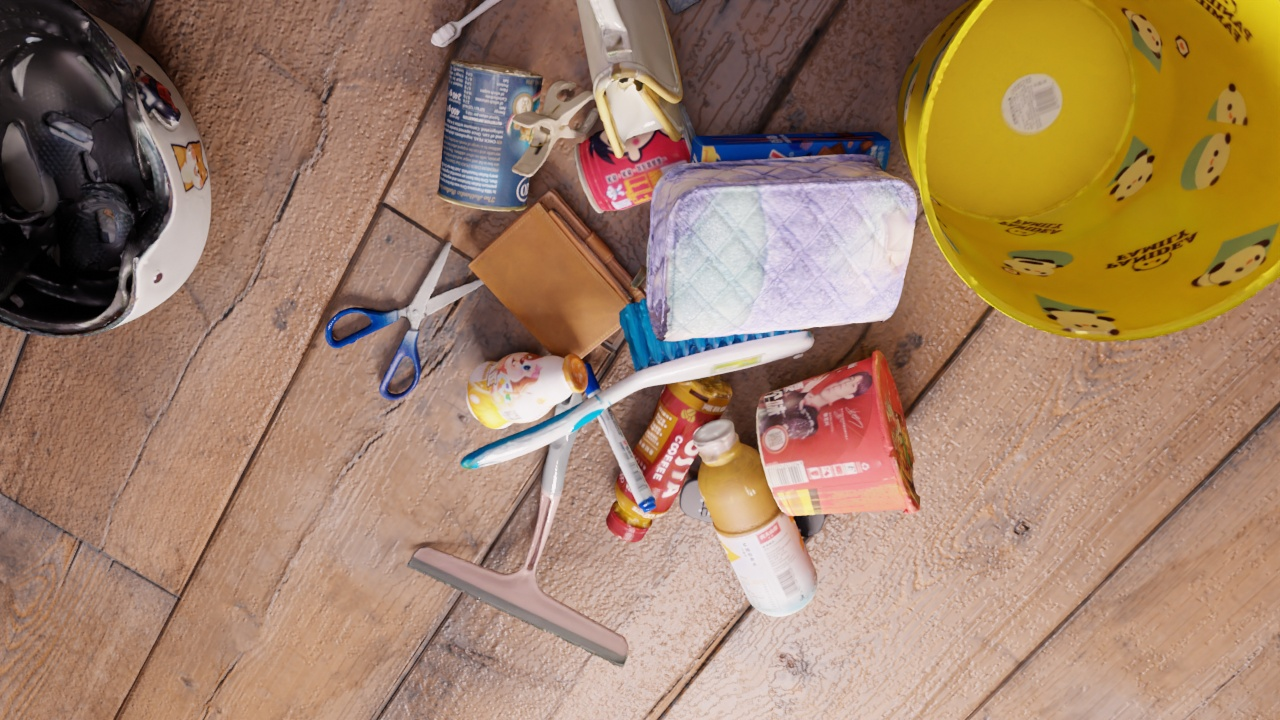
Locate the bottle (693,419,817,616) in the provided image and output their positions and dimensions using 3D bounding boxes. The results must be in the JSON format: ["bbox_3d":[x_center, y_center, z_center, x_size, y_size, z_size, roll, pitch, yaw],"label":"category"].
[{"bbox_3d":[0.098,0.139,0.811,0.068,0.067,0.189,-20,112,14],"label":"bottle"}]

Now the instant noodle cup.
[{"bbox_3d":[0.165,0.068,0.777,0.109,0.137,0.138,-14,107,21],"label":"instant noodle cup"}]

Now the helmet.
[{"bbox_3d":[-0.458,-0.161,0.764,0.230,0.156,0.274,-9,97,12],"label":"helmet"}]

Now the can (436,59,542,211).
[{"bbox_3d":[-0.124,-0.186,0.752,0.075,0.075,0.111,11,110,3],"label":"can"}]

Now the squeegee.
[{"bbox_3d":[-0.089,0.131,0.879,0.248,0.040,0.250,20,106,19],"label":"squeegee"}]

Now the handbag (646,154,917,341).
[{"bbox_3d":[0.104,-0.084,0.695,0.193,0.075,0.134,-4,121,-10],"label":"handbag"}]

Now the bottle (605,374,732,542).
[{"bbox_3d":[0.021,0.087,0.838,0.057,0.057,0.175,26,111,-2],"label":"bottle"}]

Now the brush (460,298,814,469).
[{"bbox_3d":[-0.005,0.004,0.764,0.314,0.060,0.109,-13,76,0],"label":"brush"}]

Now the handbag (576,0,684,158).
[{"bbox_3d":[-0.019,-0.251,0.642,0.063,0.179,0.163,-15,74,8],"label":"handbag"}]

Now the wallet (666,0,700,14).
[{"bbox_3d":[0.056,-0.340,0.705,0.121,0.019,0.097,-25,102,16],"label":"wallet"}]

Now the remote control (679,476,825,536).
[{"bbox_3d":[0.104,0.134,0.861,0.136,0.024,0.053,10,113,2],"label":"remote control"}]

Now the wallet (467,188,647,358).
[{"bbox_3d":[-0.067,-0.072,0.806,0.119,0.035,0.130,-38,102,18],"label":"wallet"}]

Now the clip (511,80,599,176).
[{"bbox_3d":[-0.070,-0.191,0.729,0.035,0.099,0.071,27,140,16],"label":"clip"}]

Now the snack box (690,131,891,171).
[{"bbox_3d":[0.116,-0.136,0.728,0.157,0.026,0.085,-5,123,-12],"label":"snack box"}]

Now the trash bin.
[{"bbox_3d":[0.282,-0.159,0.611,0.230,0.254,0.230,2,109,6],"label":"trash bin"}]

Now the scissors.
[{"bbox_3d":[-0.221,-0.038,0.851,0.164,0.012,0.162,9,109,3],"label":"scissors"}]

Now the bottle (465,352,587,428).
[{"bbox_3d":[-0.101,0.023,0.820,0.109,0.063,0.063,-15,107,26],"label":"bottle"}]

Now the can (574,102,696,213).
[{"bbox_3d":[0.000,-0.163,0.748,0.094,0.066,0.066,-17,106,13],"label":"can"}]

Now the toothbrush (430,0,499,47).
[{"bbox_3d":[-0.097,-0.306,0.736,0.180,0.016,0.016,-30,105,16],"label":"toothbrush"}]

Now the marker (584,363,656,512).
[{"bbox_3d":[-0.023,0.068,0.822,0.017,0.017,0.145,-32,73,16],"label":"marker"}]
